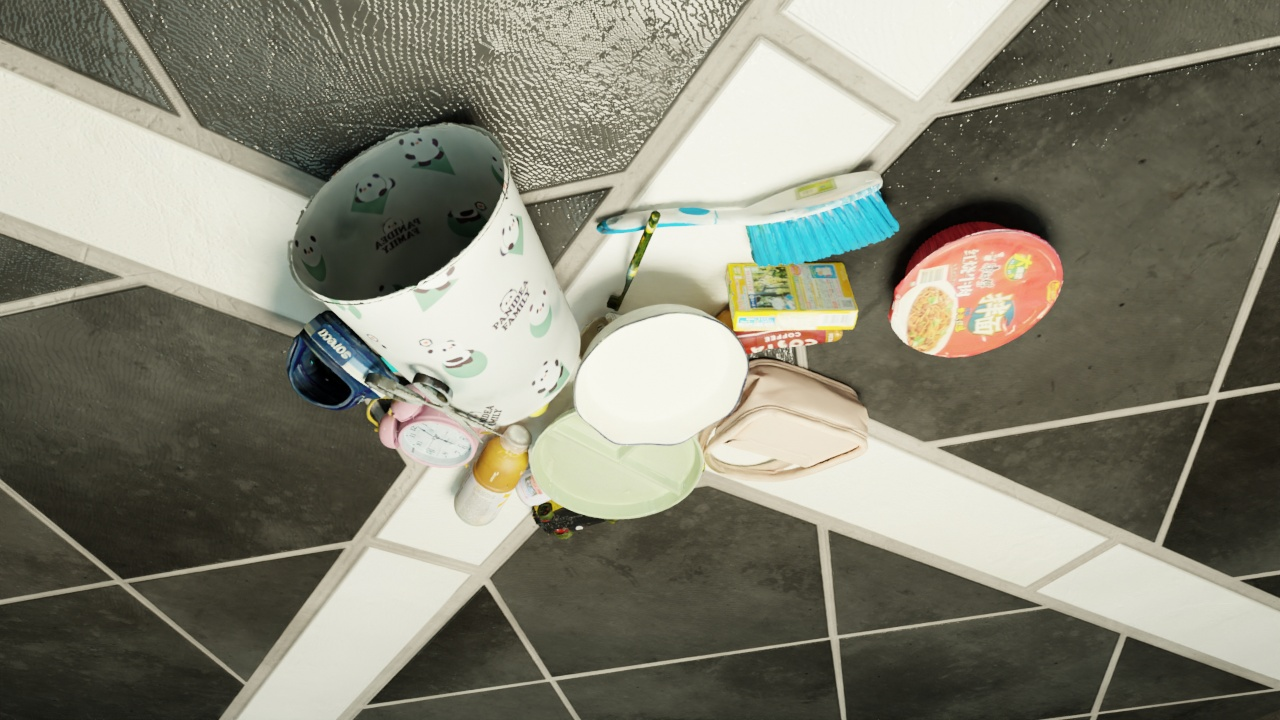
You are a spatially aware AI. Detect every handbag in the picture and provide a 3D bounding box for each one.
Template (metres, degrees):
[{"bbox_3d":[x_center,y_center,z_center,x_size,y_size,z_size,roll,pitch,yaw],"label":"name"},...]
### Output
[{"bbox_3d":[0.176,0.107,1.262,0.193,0.093,0.235,18,140,-22],"label":"handbag"}]

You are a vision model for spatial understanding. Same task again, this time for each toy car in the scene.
[{"bbox_3d":[-0.088,0.225,1.380,0.156,0.041,0.071,-18,135,16],"label":"toy car"}]

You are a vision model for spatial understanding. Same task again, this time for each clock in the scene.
[{"bbox_3d":[-0.279,0.083,1.199,0.158,0.059,0.117,24,135,-18],"label":"clock"}]

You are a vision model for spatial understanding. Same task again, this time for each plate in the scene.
[{"bbox_3d":[-0.031,0.132,1.222,0.230,0.027,0.231,0,133,0],"label":"plate"},{"bbox_3d":[0.022,0.016,1.074,0.204,0.045,0.205,-7,131,-8],"label":"plate"}]

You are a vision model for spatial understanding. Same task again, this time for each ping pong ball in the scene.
[{"bbox_3d":[-0.139,0.053,1.199,0.040,0.040,0.040,-2,136,-2],"label":"ping pong ball"}]

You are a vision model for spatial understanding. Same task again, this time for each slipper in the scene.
[{"bbox_3d":[-0.336,0.012,1.015,0.105,0.095,0.253,49,165,-5],"label":"slipper"}]

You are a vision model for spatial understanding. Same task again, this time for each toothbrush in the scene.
[{"bbox_3d":[-0.010,-0.108,1.031,0.017,0.012,0.186,18,148,-6],"label":"toothbrush"}]

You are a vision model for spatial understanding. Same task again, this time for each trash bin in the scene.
[{"bbox_3d":[-0.189,-0.072,0.946,0.230,0.229,0.252,-15,141,11],"label":"trash bin"}]

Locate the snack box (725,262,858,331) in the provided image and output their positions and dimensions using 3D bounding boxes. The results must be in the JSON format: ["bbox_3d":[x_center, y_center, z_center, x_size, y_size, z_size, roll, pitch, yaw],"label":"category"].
[{"bbox_3d":[0.172,-0.074,1.056,0.140,0.086,0.034,0,136,-5],"label":"snack box"}]

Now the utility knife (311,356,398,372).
[{"bbox_3d":[-0.321,0.005,1.155,0.222,0.013,0.029,-1,135,0],"label":"utility knife"}]

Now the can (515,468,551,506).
[{"bbox_3d":[-0.112,0.161,1.304,0.135,0.053,0.053,-26,132,21],"label":"can"}]

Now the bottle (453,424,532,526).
[{"bbox_3d":[-0.204,0.160,1.286,0.068,0.067,0.190,17,132,-21],"label":"bottle"}]

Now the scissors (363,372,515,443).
[{"bbox_3d":[-0.204,0.051,0.948,0.159,0.014,0.181,17,158,7],"label":"scissors"}]

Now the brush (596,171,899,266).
[{"bbox_3d":[0.116,-0.148,1.006,0.315,0.060,0.109,-14,130,14],"label":"brush"}]

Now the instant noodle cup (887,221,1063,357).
[{"bbox_3d":[0.382,-0.092,1.070,0.194,0.065,0.194,-3,137,-3],"label":"instant noodle cup"}]

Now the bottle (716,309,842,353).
[{"bbox_3d":[0.152,-0.040,1.112,0.175,0.057,0.057,-8,136,4],"label":"bottle"}]

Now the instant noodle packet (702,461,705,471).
[{"bbox_3d":[0.017,0.124,1.270,0.129,0.044,0.111,-10,134,18],"label":"instant noodle packet"}]

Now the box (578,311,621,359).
[{"bbox_3d":[-0.009,0.007,1.136,0.087,0.076,0.162,-41,129,17],"label":"box"}]
